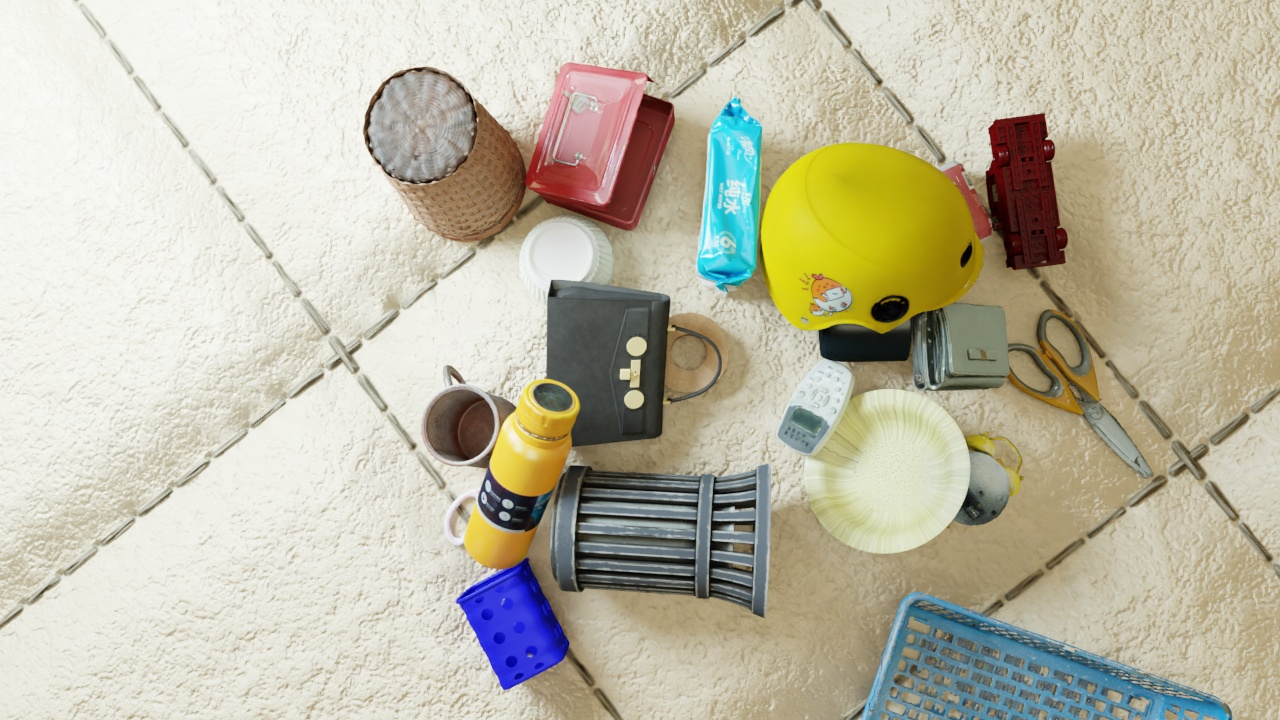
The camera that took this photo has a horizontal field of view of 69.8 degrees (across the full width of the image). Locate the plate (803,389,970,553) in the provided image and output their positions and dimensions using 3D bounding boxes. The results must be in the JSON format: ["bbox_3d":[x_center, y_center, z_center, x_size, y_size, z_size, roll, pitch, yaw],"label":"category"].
[{"bbox_3d":[0.278,0.126,1.031,0.185,0.036,0.184,-12,66,28],"label":"plate"}]

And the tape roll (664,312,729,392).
[{"bbox_3d":[0.056,-0.009,1.077,0.094,0.027,0.094,0,88,3],"label":"tape roll"}]

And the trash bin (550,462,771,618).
[{"bbox_3d":[0.025,0.190,1.010,0.227,0.164,0.164,2,88,7],"label":"trash bin"}]

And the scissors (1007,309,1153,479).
[{"bbox_3d":[0.521,0.041,1.055,0.229,0.016,0.114,44,91,3],"label":"scissors"}]

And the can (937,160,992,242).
[{"bbox_3d":[0.362,-0.176,1.053,0.054,0.054,0.096,-26,87,2],"label":"can"}]

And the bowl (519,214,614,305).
[{"bbox_3d":[-0.090,-0.119,1.072,0.115,0.062,0.115,0,88,3],"label":"bowl"}]

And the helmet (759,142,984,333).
[{"bbox_3d":[0.239,-0.148,0.968,0.240,0.140,0.208,-4,57,15],"label":"helmet"}]

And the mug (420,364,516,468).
[{"bbox_3d":[-0.193,0.063,1.047,0.096,0.110,0.123,-20,78,1],"label":"mug"}]

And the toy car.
[{"bbox_3d":[0.435,-0.188,1.045,0.070,0.062,0.169,-7,88,3],"label":"toy car"}]

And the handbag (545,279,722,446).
[{"bbox_3d":[-0.006,0.006,1.036,0.196,0.072,0.176,2,111,-2],"label":"handbag"}]

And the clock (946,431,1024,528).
[{"bbox_3d":[0.379,0.135,1.039,0.119,0.057,0.083,-38,86,1],"label":"clock"}]

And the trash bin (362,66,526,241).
[{"bbox_3d":[-0.217,-0.221,1.010,0.151,0.210,0.151,0,88,4],"label":"trash bin"}]

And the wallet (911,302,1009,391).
[{"bbox_3d":[0.359,-0.016,1.021,0.131,0.054,0.100,-1,91,-39],"label":"wallet"}]

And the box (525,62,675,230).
[{"bbox_3d":[-0.044,-0.247,1.067,0.137,0.126,0.157,20,92,24],"label":"box"}]

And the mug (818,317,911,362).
[{"bbox_3d":[0.252,-0.056,1.047,0.094,0.085,0.121,-1,60,6],"label":"mug"}]

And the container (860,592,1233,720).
[{"bbox_3d":[0.417,0.425,1.011,0.362,0.089,0.257,19,89,3],"label":"container"}]

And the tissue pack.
[{"bbox_3d":[0.100,-0.181,1.038,0.066,0.117,0.209,4,87,0],"label":"tissue pack"}]

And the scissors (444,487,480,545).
[{"bbox_3d":[-0.182,0.142,1.093,0.101,0.016,0.178,10,89,4],"label":"scissors"}]

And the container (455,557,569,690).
[{"bbox_3d":[-0.143,0.300,1.050,0.085,0.084,0.113,-28,88,0],"label":"container"}]

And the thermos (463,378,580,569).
[{"bbox_3d":[-0.130,0.119,0.993,0.076,0.091,0.233,0,131,-29],"label":"thermos"}]

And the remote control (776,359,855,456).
[{"bbox_3d":[0.204,0.054,1.059,0.060,0.028,0.114,31,90,26],"label":"remote control"}]
